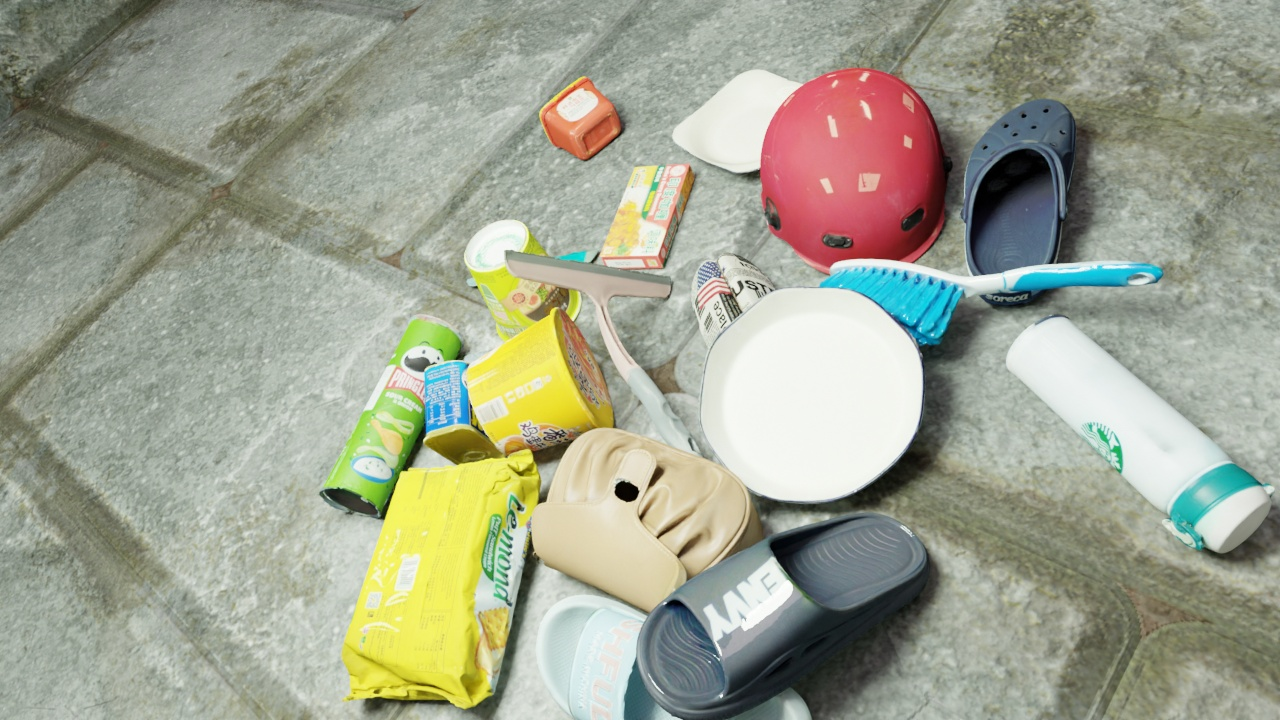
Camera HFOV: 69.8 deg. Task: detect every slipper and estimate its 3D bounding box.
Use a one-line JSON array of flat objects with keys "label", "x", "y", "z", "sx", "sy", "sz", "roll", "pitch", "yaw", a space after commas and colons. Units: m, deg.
[{"label": "slipper", "x": 0.114, "y": 0.172, "z": 0.705, "sx": 0.267, "sy": 0.083, "sz": 0.110, "roll": -20, "pitch": 43, "yaw": -24}, {"label": "slipper", "x": 0.372, "y": -0.172, "z": 0.916, "sx": 0.105, "sy": 0.095, "sz": 0.252, "roll": 6, "pitch": 60, "yaw": 26}, {"label": "slipper", "x": 0.014, "y": 0.264, "z": 0.722, "sx": 0.246, "sy": 0.074, "sz": 0.104, "roll": 12, "pitch": 85, "yaw": 29}]

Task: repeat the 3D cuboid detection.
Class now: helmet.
[{"label": "helmet", "x": 0.226, "y": -0.218, "z": 0.988, "sx": 0.207, "sy": 0.144, "sz": 0.239, "roll": -15, "pitch": 50, "yaw": 10}]

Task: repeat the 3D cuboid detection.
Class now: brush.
[{"label": "brush", "x": 0.294, "y": -0.060, "z": 0.847, "sx": 0.315, "sy": 0.060, "sz": 0.109, "roll": 14, "pitch": 59, "yaw": 47}]

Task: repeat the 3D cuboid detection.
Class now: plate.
[{"label": "plate", "x": 0.156, "y": 0.033, "z": 0.845, "sx": 0.205, "sy": 0.045, "sz": 0.204, "roll": -6, "pitch": 71, "yaw": 17}, {"label": "plate", "x": 0.140, "y": -0.295, "z": 1.160, "sx": 0.164, "sy": 0.034, "sz": 0.163, "roll": -43, "pitch": 48, "yaw": -11}]

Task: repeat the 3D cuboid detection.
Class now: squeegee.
[{"label": "squeegee", "x": -0.005, "y": 0.005, "z": 0.924, "sx": 0.040, "sy": 0.247, "sz": 0.249, "roll": -46, "pitch": 59, "yaw": 30}]

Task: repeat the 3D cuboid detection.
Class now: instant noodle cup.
[{"label": "instant noodle cup", "x": -0.143, "y": -0.094, "z": 1.068, "sx": 0.112, "sy": 0.123, "sz": 0.111, "roll": -13, "pitch": 50, "yaw": 15}, {"label": "instant noodle cup", "x": -0.105, "y": 0.031, "z": 0.944, "sx": 0.110, "sy": 0.138, "sz": 0.137, "roll": -24, "pitch": 47, "yaw": 10}]

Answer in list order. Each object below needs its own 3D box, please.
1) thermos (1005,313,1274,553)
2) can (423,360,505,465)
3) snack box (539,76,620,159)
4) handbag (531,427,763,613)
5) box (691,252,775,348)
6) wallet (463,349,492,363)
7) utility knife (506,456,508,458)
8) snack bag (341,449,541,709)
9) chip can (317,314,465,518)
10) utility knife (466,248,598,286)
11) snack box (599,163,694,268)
[{"label": "thermos", "x": 0.393, "y": 0.056, "z": 0.737, "sx": 0.073, "sy": 0.073, "sz": 0.224, "roll": -31, "pitch": 47, "yaw": -1}, {"label": "can", "x": -0.186, "y": 0.057, "z": 0.969, "sx": 0.057, "sy": 0.102, "sz": 0.083, "roll": -15, "pitch": 62, "yaw": 13}, {"label": "snack box", "x": -0.080, "y": -0.330, "z": 1.263, "sx": 0.091, "sy": 0.082, "sz": 0.080, "roll": -41, "pitch": 58, "yaw": -9}, {"label": "handbag", "x": 0.000, "y": 0.142, "z": 0.826, "sx": 0.205, "sy": 0.100, "sz": 0.147, "roll": 16, "pitch": 63, "yaw": 33}, {"label": "box", "x": 0.104, "y": -0.044, "z": 0.972, "sx": 0.087, "sy": 0.075, "sz": 0.162, "roll": -46, "pitch": 44, "yaw": 28}, {"label": "wallet", "x": -0.152, "y": 0.026, "z": 1.049, "sx": 0.121, "sy": 0.019, "sz": 0.097, "roll": -12, "pitch": 52, "yaw": 15}, {"label": "utility knife", "x": -0.141, "y": 0.175, "z": 0.922, "sx": 0.033, "sy": 0.015, "sz": 0.201, "roll": -8, "pitch": 51, "yaw": 22}, {"label": "snack bag", "x": -0.192, "y": 0.203, "z": 0.875, "sx": 0.158, "sy": 0.068, "sz": 0.245, "roll": -9, "pitch": 54, "yaw": 28}, {"label": "chip can", "x": -0.278, "y": 0.061, "z": 1.041, "sx": 0.072, "sy": 0.072, "sz": 0.235, "roll": 3, "pitch": 56, "yaw": 27}, {"label": "utility knife", "x": -0.138, "y": -0.115, "z": 1.157, "sx": 0.183, "sy": 0.013, "sz": 0.029, "roll": -9, "pitch": 47, "yaw": 17}, {"label": "snack box", "x": 0.010, "y": -0.178, "z": 1.131, "sx": 0.077, "sy": 0.027, "sz": 0.155, "roll": 2, "pitch": 55, "yaw": 25}]
